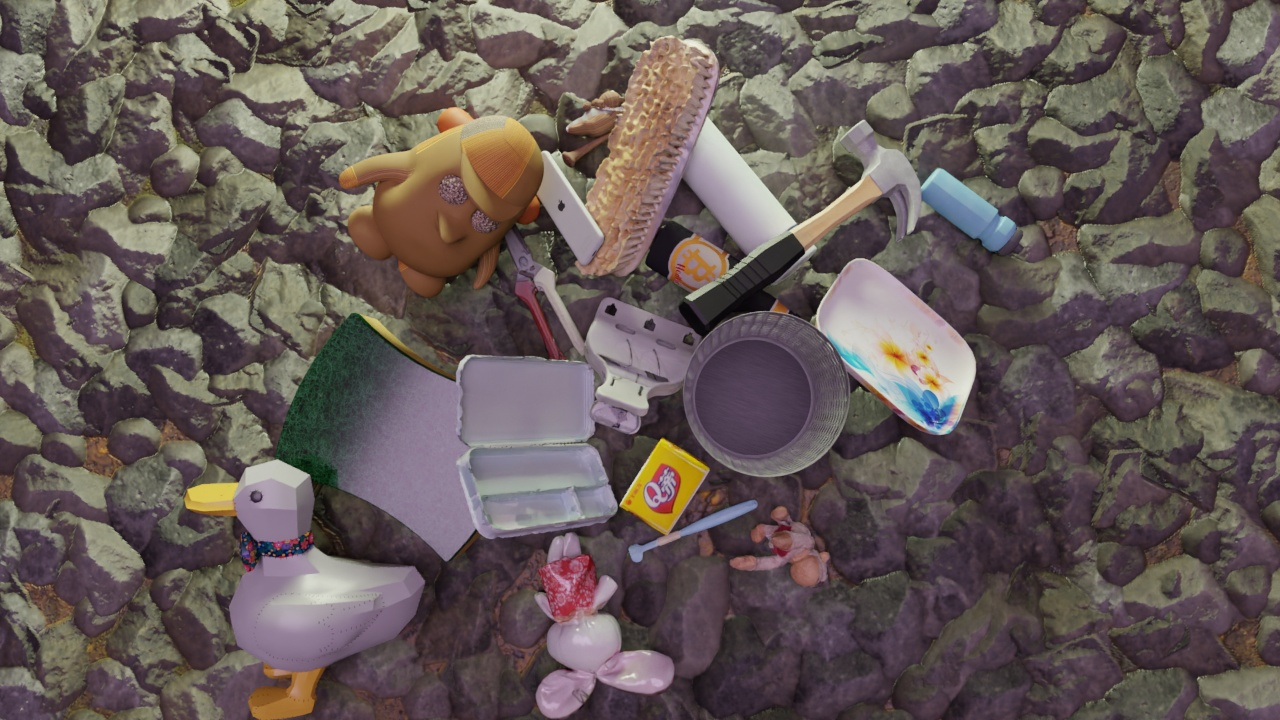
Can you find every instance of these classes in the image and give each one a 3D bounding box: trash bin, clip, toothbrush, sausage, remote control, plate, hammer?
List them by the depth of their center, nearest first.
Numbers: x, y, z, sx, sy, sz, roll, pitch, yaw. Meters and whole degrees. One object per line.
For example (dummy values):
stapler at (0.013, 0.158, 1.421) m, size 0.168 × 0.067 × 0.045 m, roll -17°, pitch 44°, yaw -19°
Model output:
trash bin at (0.123, 0.037, 0.954) m, size 0.156 × 0.183 × 0.156 m, roll 0°, pitch 87°, yaw 3°
hammer at (0.172, -0.130, 0.971) m, size 0.327 × 0.039 × 0.131 m, roll -36°, pitch 87°, yaw -23°
plate at (0.271, -0.016, 0.975) m, size 0.187 × 0.186 × 0.016 m, roll 41°, pitch 134°, yaw 0°
clip at (-0.006, 0.006, 1.019) m, size 0.125 × 0.074 × 0.143 m, roll 19°, pitch 63°, yaw 1°
remote control at (-0.085, -0.172, 1.026) m, size 0.045 × 0.008 × 0.146 m, roll -52°, pitch 58°, yaw 35°
toothbrush at (0.060, 0.190, 1.034) m, size 0.155 × 0.016 × 0.022 m, roll -22°, pitch 54°, yaw 1°
sausage at (-0.173, -0.225, 1.052) m, size 0.039 × 0.045 × 0.164 m, roll -37°, pitch 85°, yaw -35°

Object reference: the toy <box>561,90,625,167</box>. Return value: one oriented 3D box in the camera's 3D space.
toy at (-0.052, -0.270, 1.051) m, size 0.101 × 0.041 × 0.055 m, roll -33°, pitch 108°, yaw -7°

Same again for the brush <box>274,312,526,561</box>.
brush at (-0.257, 0.084, 1.024) m, size 0.250 × 0.075 × 0.195 m, roll 26°, pitch 89°, yaw 4°

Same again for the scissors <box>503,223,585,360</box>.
scissors at (-0.124, -0.081, 1.058) m, size 0.188 × 0.015 × 0.146 m, roll 30°, pitch 90°, yaw 6°

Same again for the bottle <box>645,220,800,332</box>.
bottle at (0.096, -0.086, 1.024) m, size 0.181 × 0.059 × 0.059 m, roll 32°, pitch 89°, yaw 4°

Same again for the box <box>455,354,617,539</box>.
box at (-0.110, 0.088, 0.963) m, size 0.061 × 0.209 × 0.192 m, roll -22°, pitch 77°, yaw 33°

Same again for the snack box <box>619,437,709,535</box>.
snack box at (0.027, 0.134, 0.993) m, size 0.061 × 0.106 × 0.083 m, roll 32°, pitch 89°, yaw 4°

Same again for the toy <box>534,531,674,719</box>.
toy at (-0.064, 0.286, 1.003) m, size 0.159 × 0.084 × 0.194 m, roll -22°, pitch 80°, yaw 9°

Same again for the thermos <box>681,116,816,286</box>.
thermos at (0.101, -0.190, 1.026) m, size 0.068 × 0.068 × 0.230 m, roll -39°, pitch 85°, yaw 0°

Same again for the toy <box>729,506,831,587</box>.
toy at (0.162, 0.217, 1.007) m, size 0.106 × 0.074 × 0.085 m, roll 36°, pitch 121°, yaw -16°

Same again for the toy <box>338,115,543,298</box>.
toy at (-0.190, -0.171, 0.972) m, size 0.204 × 0.162 × 0.198 m, roll -32°, pitch 127°, yaw 24°

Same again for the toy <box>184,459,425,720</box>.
toy at (-0.357, 0.236, 0.976) m, size 0.246 × 0.141 × 0.268 m, roll 7°, pitch 103°, yaw -12°

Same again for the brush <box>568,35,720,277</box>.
brush at (0.002, -0.213, 0.989) m, size 0.083 × 0.056 × 0.272 m, roll 39°, pitch 117°, yaw 30°

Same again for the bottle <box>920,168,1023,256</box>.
bottle at (0.373, -0.161, 1.024) m, size 0.130 × 0.040 × 0.040 m, roll 38°, pitch 89°, yaw 4°
